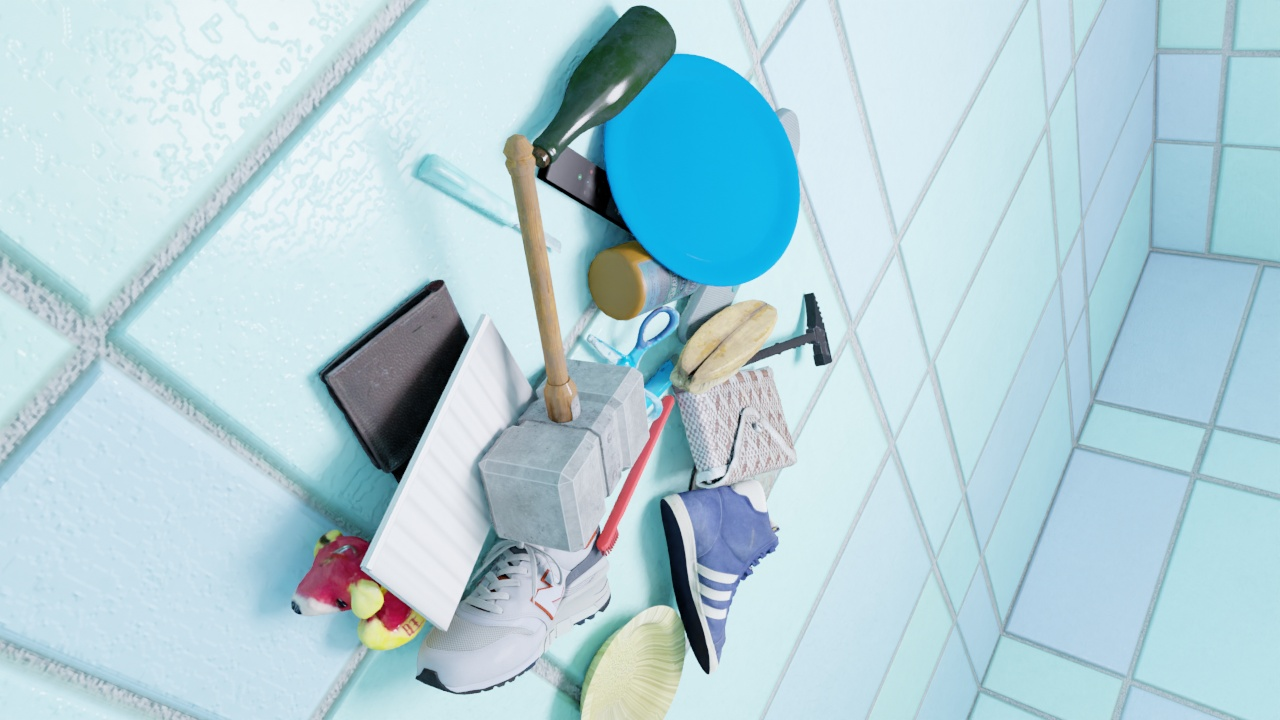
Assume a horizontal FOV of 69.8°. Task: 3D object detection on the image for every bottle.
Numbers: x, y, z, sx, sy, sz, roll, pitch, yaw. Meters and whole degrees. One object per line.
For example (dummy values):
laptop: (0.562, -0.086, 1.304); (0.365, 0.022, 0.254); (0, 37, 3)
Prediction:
bottle: (0.024, -0.090, 0.881); (0.156, 0.068, 0.068); (-26, 122, -46)
bottle: (-0.036, -0.223, 0.764); (0.173, 0.055, 0.055); (-54, 139, -24)

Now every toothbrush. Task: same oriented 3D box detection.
toothbrush: (-0.001, 0.111, 0.918); (0.211, 0.012, 0.018); (-63, 146, -45)

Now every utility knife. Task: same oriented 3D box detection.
utility knife: (-0.111, -0.120, 0.733); (0.166, 0.015, 0.022); (27, 81, -51)
utility knife: (-0.022, 0.061, 0.921); (0.220, 0.015, 0.031); (-43, 130, -40)

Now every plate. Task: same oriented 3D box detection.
plate: (0.058, -0.178, 0.870); (0.224, 0.024, 0.224); (6, 79, -31)
plate: (-0.018, 0.354, 1.014); (0.183, 0.036, 0.184); (-23, 120, -48)

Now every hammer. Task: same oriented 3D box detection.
hammer: (-0.071, -0.022, 0.717); (0.162, 0.083, 0.318); (-56, 147, -50)
hammer: (0.140, -0.013, 1.071); (0.324, 0.015, 0.095); (-17, 96, -52)

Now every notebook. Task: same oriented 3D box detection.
notebook: (-0.138, 0.088, 0.714); (0.143, 0.009, 0.209); (69, 36, -56)

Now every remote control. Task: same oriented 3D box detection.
remote control: (-0.037, -0.152, 0.824); (0.150, 0.013, 0.034); (22, 85, -54)

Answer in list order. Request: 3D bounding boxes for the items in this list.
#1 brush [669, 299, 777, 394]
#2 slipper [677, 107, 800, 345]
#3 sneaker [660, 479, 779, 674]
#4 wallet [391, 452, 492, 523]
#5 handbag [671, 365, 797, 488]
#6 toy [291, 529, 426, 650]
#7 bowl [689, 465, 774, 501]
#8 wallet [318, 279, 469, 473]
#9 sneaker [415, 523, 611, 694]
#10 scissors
brush: (0.092, -0.017, 0.973); (0.194, 0.059, 0.043); (-36, 159, -49)
slipper: (0.098, -0.141, 0.988); (0.098, 0.055, 0.269); (7, 108, -56)
sneaker: (0.103, 0.239, 1.055); (0.118, 0.091, 0.233); (-18, 111, -15)
wallet: (-0.152, 0.097, 0.762); (0.091, 0.018, 0.116); (-47, 134, -32)
handbag: (0.116, 0.071, 1.043); (0.185, 0.047, 0.124); (-5, 75, -52)
toy: (-0.193, 0.166, 0.695); (0.105, 0.067, 0.137); (-64, 150, -14)
bowl: (0.119, 0.147, 1.119); (0.157, 0.039, 0.158); (-23, 120, -47)
wallet: (-0.172, 0.012, 0.693); (0.119, 0.031, 0.099); (-45, 132, -33)
sneaker: (-0.105, 0.188, 0.808); (0.239, 0.089, 0.124); (-14, 109, -60)
scissors: (-0.005, 0.005, 0.893); (0.139, 0.011, 0.134); (-50, 128, -2)
